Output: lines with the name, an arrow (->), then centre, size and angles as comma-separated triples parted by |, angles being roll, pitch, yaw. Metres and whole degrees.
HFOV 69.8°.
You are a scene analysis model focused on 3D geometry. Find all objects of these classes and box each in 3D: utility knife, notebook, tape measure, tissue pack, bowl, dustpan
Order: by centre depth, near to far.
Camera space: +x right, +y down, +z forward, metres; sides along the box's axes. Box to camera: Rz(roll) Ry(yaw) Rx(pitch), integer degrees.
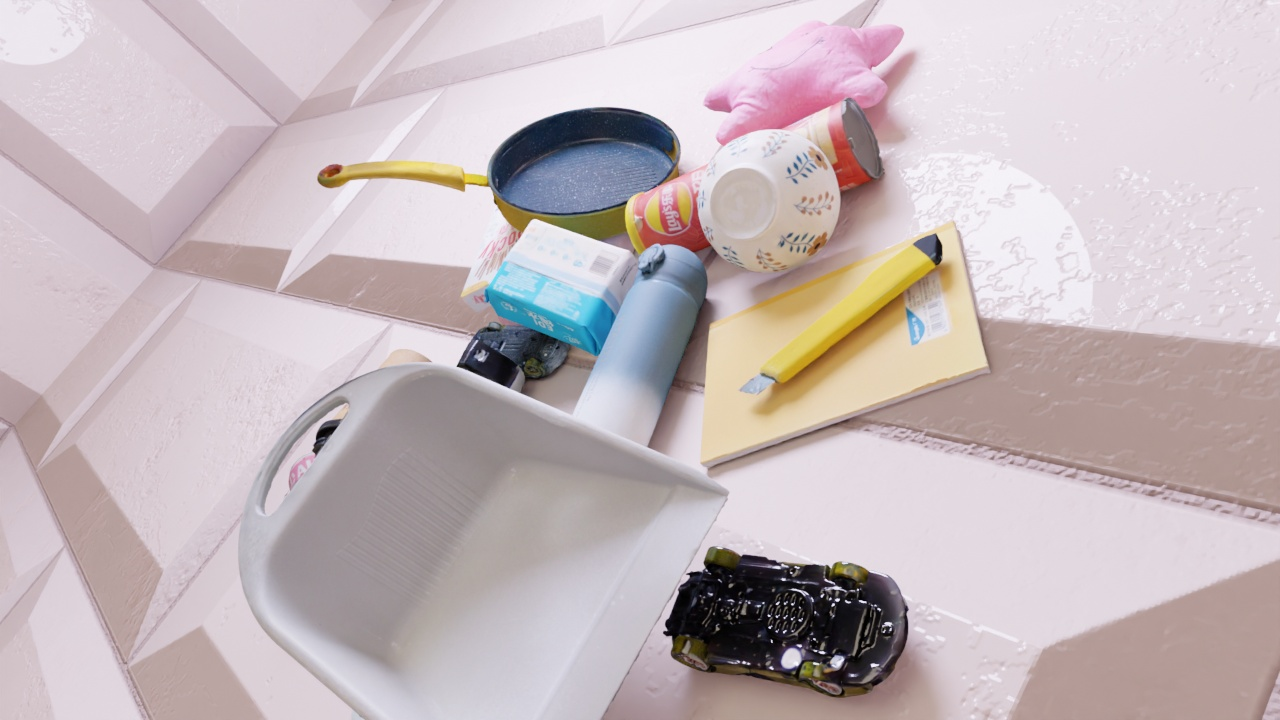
dustpan -> -0.124, 0.109, 0.560 | 0.258, 0.142, 0.222 | 9, 61, 50
utility knife -> 0.139, -0.028, 0.636 | 0.173, 0.015, 0.033 | -39, 28, 10
notebook -> 0.133, -0.011, 0.650 | 0.207, 0.010, 0.145 | -23, 39, 28
bowl -> 0.091, -0.121, 0.710 | 0.114, 0.113, 0.062 | -21, 0, 31
tissue pack -> -0.068, -0.065, 0.841 | 0.140, 0.063, 0.089 | 21, 68, 22
tape measure -> -0.143, 0.018, 0.860 | 0.066, 0.066, 0.033 | -44, 18, 56

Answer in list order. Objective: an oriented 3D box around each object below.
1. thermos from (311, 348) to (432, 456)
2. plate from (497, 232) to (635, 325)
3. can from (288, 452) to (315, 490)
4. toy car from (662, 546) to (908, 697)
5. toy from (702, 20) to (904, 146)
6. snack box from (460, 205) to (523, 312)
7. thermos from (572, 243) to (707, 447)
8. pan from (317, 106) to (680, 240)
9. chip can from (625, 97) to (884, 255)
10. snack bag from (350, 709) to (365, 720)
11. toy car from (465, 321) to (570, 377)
thermos -> -0.260, 0.057, 0.926 | 0.093, 0.093, 0.142 | -17, 36, 35
plate -> -0.085, -0.112, 0.960 | 0.193, 0.039, 0.192 | -28, 37, 23
can -> -0.310, 0.146, 0.907 | 0.058, 0.058, 0.147 | -47, 34, -3
toy car -> 0.077, 0.147, 0.512 | 0.158, 0.042, 0.070 | -5, 50, 45
toy -> 0.142, -0.262, 0.846 | 0.195, 0.074, 0.178 | -10, 40, 30
snack box -> -0.131, -0.125, 0.963 | 0.085, 0.027, 0.156 | -22, 39, 30
thermos -> -0.004, 0.004, 0.726 | 0.070, 0.070, 0.219 | -8, 49, 42
pan -> -0.136, -0.190, 0.922 | 0.357, 0.078, 0.197 | -12, 44, -3
chip can -> 0.092, -0.147, 0.784 | 0.217, 0.073, 0.073 | -20, 41, 31
snack bag -> -0.122, 0.180, 0.664 | 0.158, 0.068, 0.246 | -30, 36, 20
toy car -> -0.120, -0.008, 0.892 | 0.121, 0.037, 0.054 | -1, 52, 33
